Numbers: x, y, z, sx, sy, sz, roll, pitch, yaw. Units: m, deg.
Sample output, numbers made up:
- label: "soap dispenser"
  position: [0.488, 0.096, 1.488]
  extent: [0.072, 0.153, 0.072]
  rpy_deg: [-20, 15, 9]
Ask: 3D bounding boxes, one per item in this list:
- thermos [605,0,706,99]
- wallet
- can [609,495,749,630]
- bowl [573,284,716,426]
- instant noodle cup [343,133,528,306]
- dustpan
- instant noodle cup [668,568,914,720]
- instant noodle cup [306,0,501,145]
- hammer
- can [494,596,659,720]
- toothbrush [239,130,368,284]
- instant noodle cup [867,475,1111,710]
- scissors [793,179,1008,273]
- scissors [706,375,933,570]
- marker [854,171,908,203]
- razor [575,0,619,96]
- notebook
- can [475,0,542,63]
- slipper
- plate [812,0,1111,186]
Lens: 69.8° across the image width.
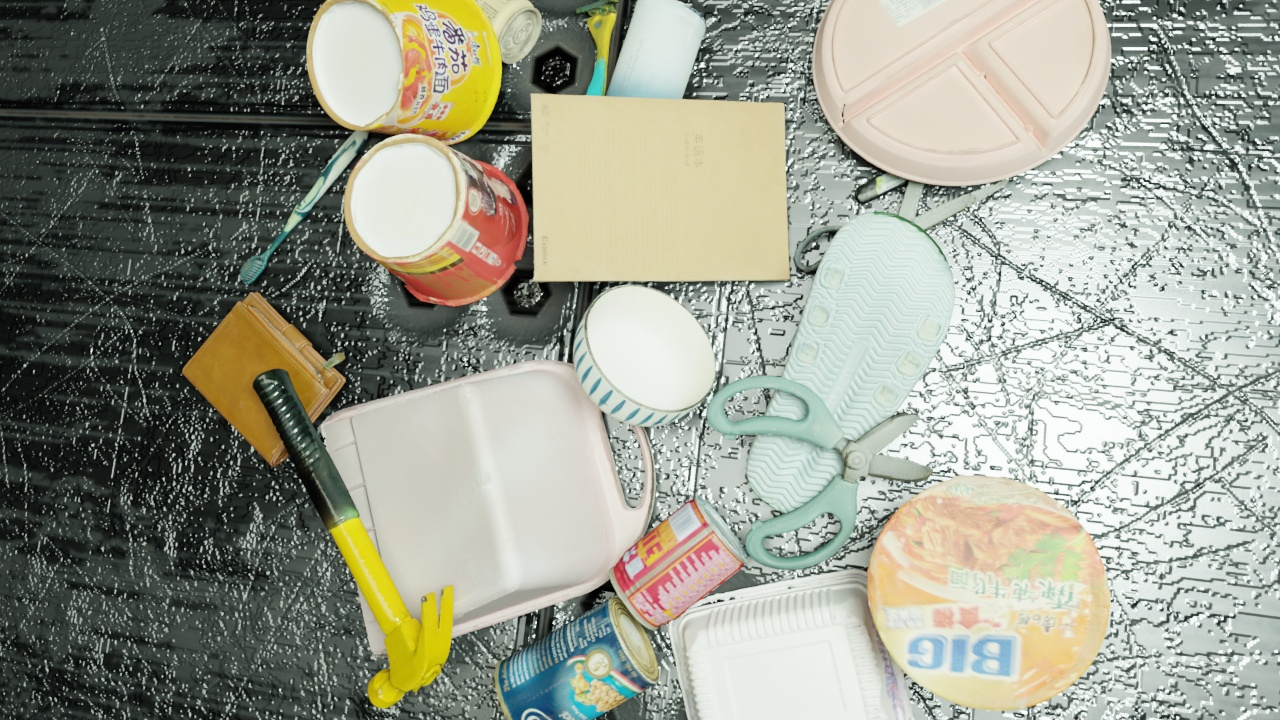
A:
- label: "thermos"
  position: [-0.007, -0.192, 0.775]
  extent: [0.070, 0.070, 0.220]
  rpy_deg: [17, 86, 14]
- label: "wallet"
  position: [-0.344, 0.011, 0.844]
  extent: [0.130, 0.035, 0.119]
  rpy_deg: [42, 93, 13]
- label: "can"
  position: [0.029, 0.160, 0.722]
  extent: [0.094, 0.066, 0.066]
  rpy_deg: [-40, 76, 5]
- label: "bowl"
  position: [-0.004, 0.004, 0.740]
  extent: [0.116, 0.116, 0.066]
  rpy_deg: [57, 140, 13]
- label: "instant noodle cup"
  position: [-0.177, -0.125, 0.785]
  extent: [0.138, 0.108, 0.138]
  rpy_deg: [-2, 82, 12]
- label: "dustpan"
  position: [-0.129, 0.120, 0.795]
  extent: [0.274, 0.138, 0.222]
  rpy_deg: [-21, 79, 38]
- label: "instant noodle cup"
  position: [0.111, 0.241, 0.698]
  extent: [0.173, 0.060, 0.138]
  rpy_deg: [-14, 80, 10]
- label: "instant noodle cup"
  position: [-0.205, -0.252, 0.782]
  extent: [0.138, 0.109, 0.138]
  rpy_deg: [9, 109, 27]
- label: "hammer"
  position: [-0.247, 0.136, 0.768]
  extent: [0.129, 0.032, 0.300]
  rpy_deg: [-44, 72, 32]
- label: "can"
  position: [-0.048, 0.245, 0.725]
  extent: [0.111, 0.075, 0.075]
  rpy_deg: [-32, 77, 7]
- label: "toothbrush"
  position: [-0.319, -0.148, 0.868]
  extent: [0.016, 0.018, 0.191]
  rpy_deg: [40, 93, 15]
- label: "instant noodle cup"
  position: [0.237, 0.157, 0.651]
  extent: [0.151, 0.111, 0.151]
  rpy_deg: [-2, 82, 13]
- label: "scissors"
  position: [0.206, -0.103, 0.737]
  extent: [0.159, 0.014, 0.181]
  rpy_deg: [7, 88, 13]
- label: "scissors"
  position: [0.125, 0.093, 0.692]
  extent: [0.170, 0.019, 0.181]
  rpy_deg: [14, 105, 13]
- label: "marker"
  position: [0.232, -0.159, 0.744]
  extent: [0.124, 0.015, 0.018]
  rpy_deg: [-25, 77, 12]
- label: "razor"
  position: [-0.042, -0.255, 0.812]
  extent: [0.043, 0.028, 0.132]
  rpy_deg: [0, 79, 36]
- label: "notebook"
  position: [0.017, -0.138, 0.743]
  extent: [0.211, 0.012, 0.149]
  rpy_deg: [-1, 89, -11]
- label: "can"
  position: [-0.149, -0.323, 0.830]
  extent: [0.116, 0.058, 0.058]
  rpy_deg: [39, 92, 15]
- label: "slipper"
  position: [0.160, 0.008, 0.712]
  extent: [0.104, 0.074, 0.246]
  rpy_deg: [26, 105, 11]
- label: "plate"
  position: [0.253, -0.249, 0.730]
  extent: [0.230, 0.028, 0.229]
  rpy_deg: [-3, 75, 11]
